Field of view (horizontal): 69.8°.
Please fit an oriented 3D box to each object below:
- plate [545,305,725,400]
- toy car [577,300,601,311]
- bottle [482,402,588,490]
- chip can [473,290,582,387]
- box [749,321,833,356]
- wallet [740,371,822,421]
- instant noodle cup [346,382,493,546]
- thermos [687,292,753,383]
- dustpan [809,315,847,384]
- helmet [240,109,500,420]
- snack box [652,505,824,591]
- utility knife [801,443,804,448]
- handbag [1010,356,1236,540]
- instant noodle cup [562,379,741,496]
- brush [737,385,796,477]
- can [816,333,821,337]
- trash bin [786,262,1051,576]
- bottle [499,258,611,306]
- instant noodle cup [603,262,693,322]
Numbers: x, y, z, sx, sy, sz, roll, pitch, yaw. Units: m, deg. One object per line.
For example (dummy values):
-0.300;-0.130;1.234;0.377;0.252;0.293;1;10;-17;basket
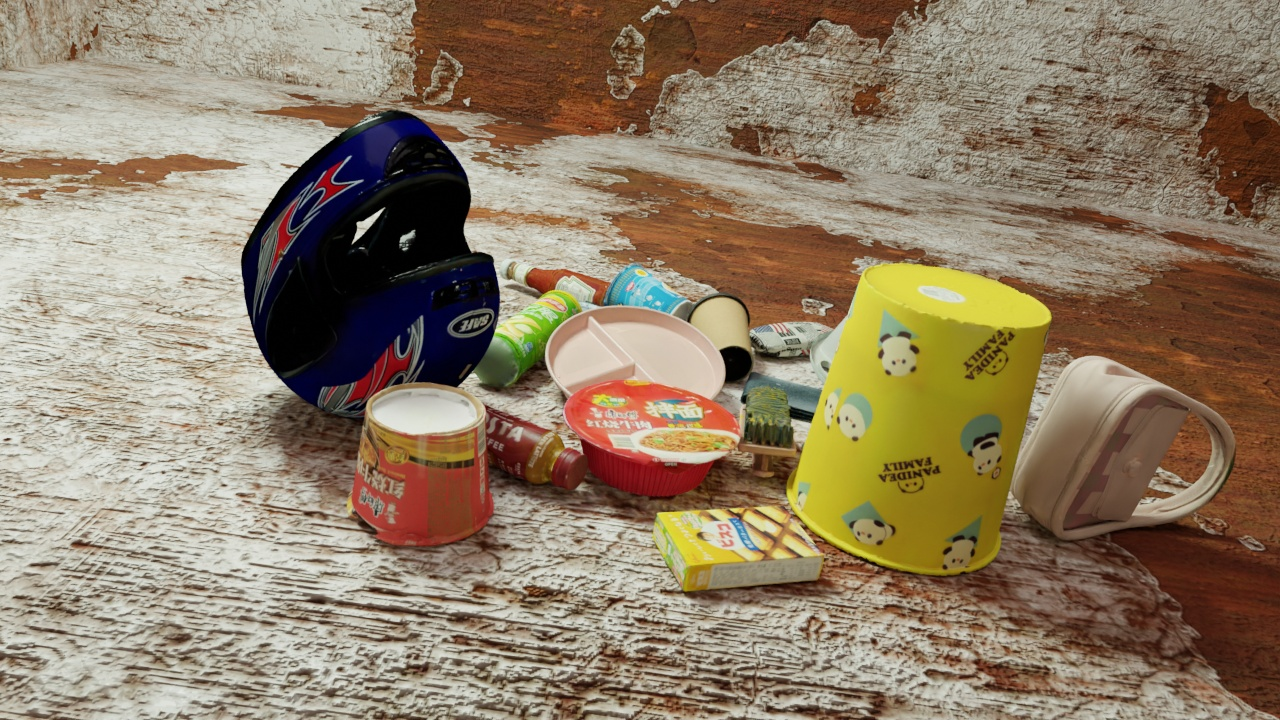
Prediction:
-0.007;0.007;1.168;0.229;0.028;0.229;5;38;-4;plate
-0.060;-0.061;1.344;0.091;0.043;0.034;19;-2;20;toy car
-0.137;0.086;0.959;0.175;0.057;0.057;20;25;25;bottle
-0.148;-0.032;1.216;0.072;0.073;0.220;15;24;14;chip can
0.236;-0.029;1.399;0.164;0.051;0.068;-3;16;-30;box
0.198;0.048;1.223;0.121;0.019;0.097;15;22;10;wallet
-0.201;0.090;0.861;0.138;0.109;0.137;8;22;-3;instant noodle cup
0.117;-0.031;1.301;0.093;0.093;0.143;5;32;-8;thermos
0.366;0.013;1.285;0.257;0.143;0.222;22;21;-47;dustpan
-0.267;-0.073;0.980;0.240;0.316;0.246;50;33;7;helmet
0.091;0.175;0.865;0.140;0.034;0.087;-1;24;-19;snack box
0.260;0.094;1.136;0.171;0.015;0.033;-9;25;-36;utility knife
0.545;0.109;1.005;0.234;0.194;0.093;12;23;-18;handbag
0.009;0.089;0.997;0.194;0.066;0.193;8;22;-3;instant noodle cup
0.143;0.079;1.061;0.063;0.073;0.145;5;17;4;brush
0.329;-0.014;1.368;0.132;0.053;0.053;2;24;-15;can
0.290;0.049;0.945;0.229;0.256;0.229;7;23;-3;trash bin
-0.133;-0.119;1.451;0.206;0.060;0.059;19;25;25;bottle
0.017;-0.079;1.375;0.110;0.099;0.099;31;30;27;instant noodle cup
